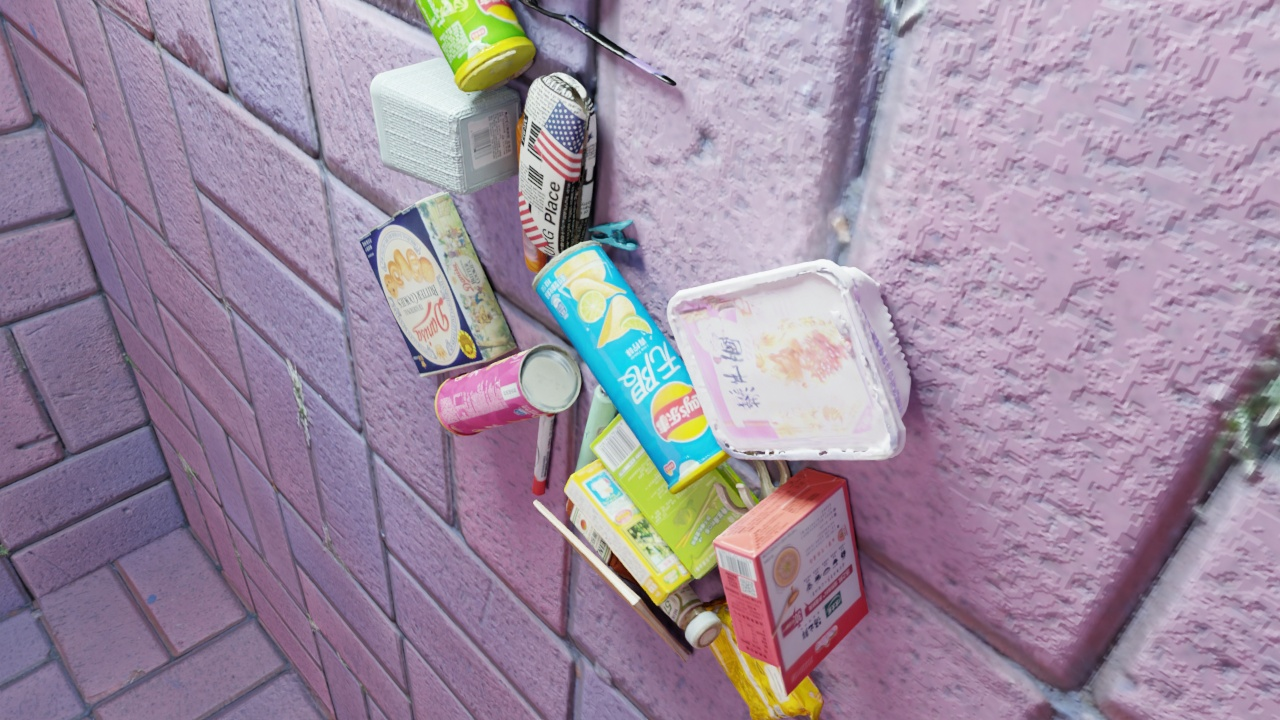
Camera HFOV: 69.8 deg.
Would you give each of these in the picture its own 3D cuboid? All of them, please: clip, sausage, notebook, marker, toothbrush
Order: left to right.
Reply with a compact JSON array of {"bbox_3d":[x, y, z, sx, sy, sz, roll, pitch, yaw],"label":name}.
[{"bbox_3d":[-0.098,-0.148,0.829,0.021,0.021,0.165,32,136,35],"label":"sausage"},{"bbox_3d":[-0.108,0.100,1.020,0.017,0.017,0.145,40,140,27],"label":"marker"},{"bbox_3d":[-0.039,-0.250,0.693,0.189,0.014,0.017,39,128,28],"label":"toothbrush"},{"bbox_3d":[-0.036,0.051,0.889,0.225,0.026,0.027,106,147,-45],"label":"toothbrush"},{"bbox_3d":[-0.023,-0.106,0.773,0.057,0.015,0.049,15,127,47],"label":"clip"},{"bbox_3d":[-0.025,0.227,0.931,0.149,0.012,0.211,37,166,32],"label":"notebook"},{"bbox_3d":[0.109,0.108,0.750,0.102,0.094,0.035,33,156,-30],"label":"clip"}]

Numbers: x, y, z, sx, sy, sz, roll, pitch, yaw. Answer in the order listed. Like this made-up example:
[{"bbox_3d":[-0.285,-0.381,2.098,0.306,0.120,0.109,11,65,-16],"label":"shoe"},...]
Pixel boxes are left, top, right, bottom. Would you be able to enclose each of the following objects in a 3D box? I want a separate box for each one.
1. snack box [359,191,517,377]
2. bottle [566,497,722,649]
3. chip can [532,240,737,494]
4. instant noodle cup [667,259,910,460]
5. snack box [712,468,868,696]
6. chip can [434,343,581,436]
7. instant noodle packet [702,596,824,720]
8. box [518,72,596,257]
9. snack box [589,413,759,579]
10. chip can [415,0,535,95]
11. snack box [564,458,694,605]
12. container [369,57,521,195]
[{"bbox_3d":[-0.230,-0.078,1.024,0.178,0.045,0.182,-10,105,54],"label":"snack box"},{"bbox_3d":[0.003,0.193,0.884,0.206,0.059,0.060,43,142,39],"label":"bottle"},{"bbox_3d":[-0.004,0.004,0.754,0.210,0.071,0.071,55,145,11],"label":"chip can"},{"bbox_3d":[0.109,-0.002,0.640,0.174,0.060,0.138,-7,108,54],"label":"instant noodle cup"},{"bbox_3d":[0.118,0.166,0.700,0.044,0.113,0.127,10,121,47],"label":"snack box"},{"bbox_3d":[-0.145,0.035,0.974,0.211,0.071,0.071,-16,101,54],"label":"chip can"},{"bbox_3d":[0.110,0.276,0.848,0.128,0.044,0.111,60,152,7],"label":"instant noodle packet"},{"bbox_3d":[-0.066,-0.161,0.771,0.072,0.059,0.165,25,136,13],"label":"box"},{"bbox_3d":[0.032,0.105,0.809,0.156,0.026,0.086,49,115,17],"label":"snack box"},{"bbox_3d":[-0.165,-0.331,0.741,0.073,0.072,0.221,-22,96,55],"label":"chip can"},{"bbox_3d":[0.006,0.145,0.848,0.140,0.086,0.034,46,142,19],"label":"snack box"},{"bbox_3d":[-0.167,-0.208,0.821,0.111,0.089,0.090,28,134,33],"label":"container"}]
